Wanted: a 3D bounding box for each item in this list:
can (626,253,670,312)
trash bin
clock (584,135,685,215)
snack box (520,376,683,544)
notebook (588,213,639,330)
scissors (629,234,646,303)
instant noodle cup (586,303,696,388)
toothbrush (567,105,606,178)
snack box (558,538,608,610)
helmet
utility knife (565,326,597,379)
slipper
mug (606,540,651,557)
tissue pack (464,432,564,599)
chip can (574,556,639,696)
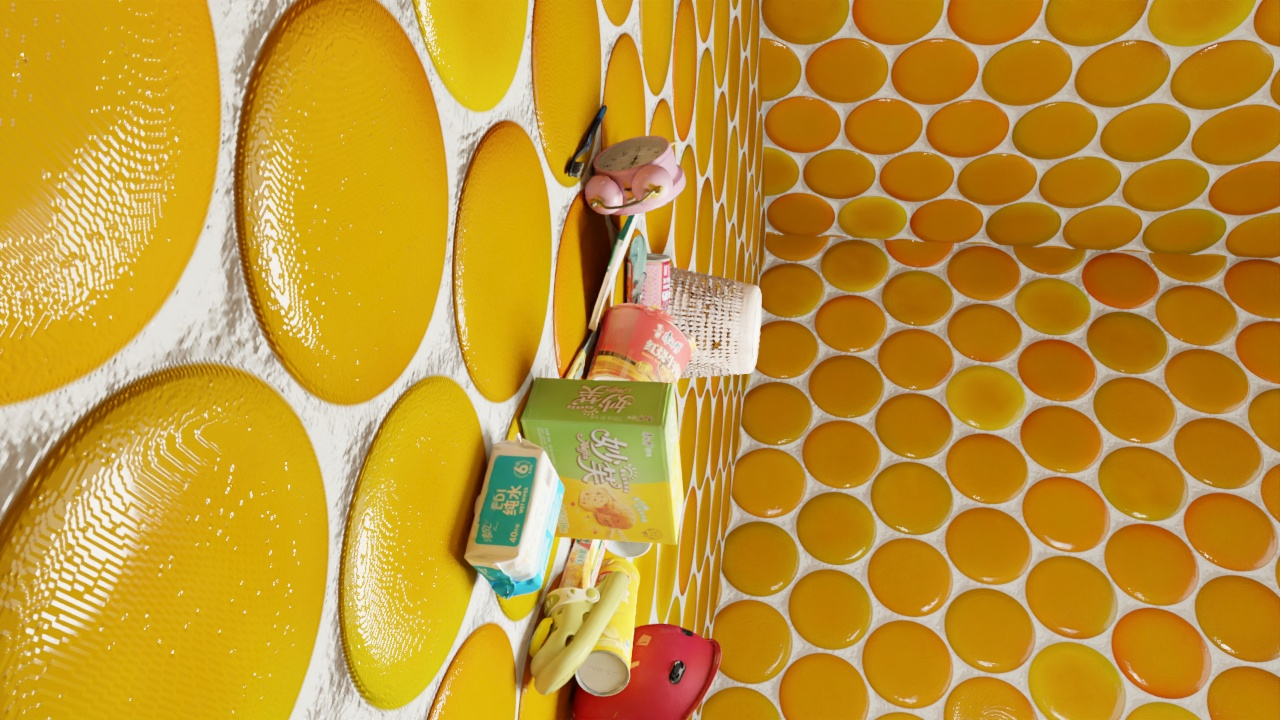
[{"bbox_3d":[0.012,-0.113,1.402,0.066,0.066,0.094,-51,143,-70],"label":"can"},{"bbox_3d":[0.103,-0.059,1.560,0.227,0.192,0.227,6,89,-78],"label":"trash bin"},{"bbox_3d":[-0.008,-0.227,1.154,0.158,0.117,0.060,-75,153,-50],"label":"clock"},{"bbox_3d":[-0.037,0.117,1.035,0.069,0.158,0.210,-78,166,-46],"label":"snack box"},{"bbox_3d":[-0.022,-0.156,1.231,0.208,0.012,0.151,-71,-178,-49],"label":"notebook"},{"bbox_3d":[-0.012,-0.087,1.316,0.170,0.019,0.179,-95,-162,-50],"label":"scissors"},{"bbox_3d":[-0.007,0.007,1.230,0.138,0.138,0.108,77,30,-56],"label":"instant noodle cup"},{"bbox_3d":[-0.061,-0.271,1.123,0.189,0.016,0.014,-73,170,-49],"label":"toothbrush"},{"bbox_3d":[-0.076,0.273,1.231,0.155,0.027,0.077,-71,163,-48],"label":"snack box"},{"bbox_3d":[-0.007,0.450,1.258,0.241,0.144,0.206,-57,-177,27],"label":"helmet"},{"bbox_3d":[-0.083,0.013,1.142,0.212,0.022,0.031,-76,171,-57],"label":"utility knife"},{"bbox_3d":[-0.084,0.314,1.101,0.190,0.081,0.092,-46,167,-50],"label":"slipper"},{"bbox_3d":[-0.013,0.232,1.411,0.122,0.078,0.078,-75,165,-56],"label":"mug"},{"bbox_3d":[-0.120,0.150,0.882,0.090,0.063,0.139,73,23,-56],"label":"tissue pack"},{"bbox_3d":[-0.041,0.352,1.233,0.213,0.072,0.072,-83,173,-69],"label":"chip can"}]
